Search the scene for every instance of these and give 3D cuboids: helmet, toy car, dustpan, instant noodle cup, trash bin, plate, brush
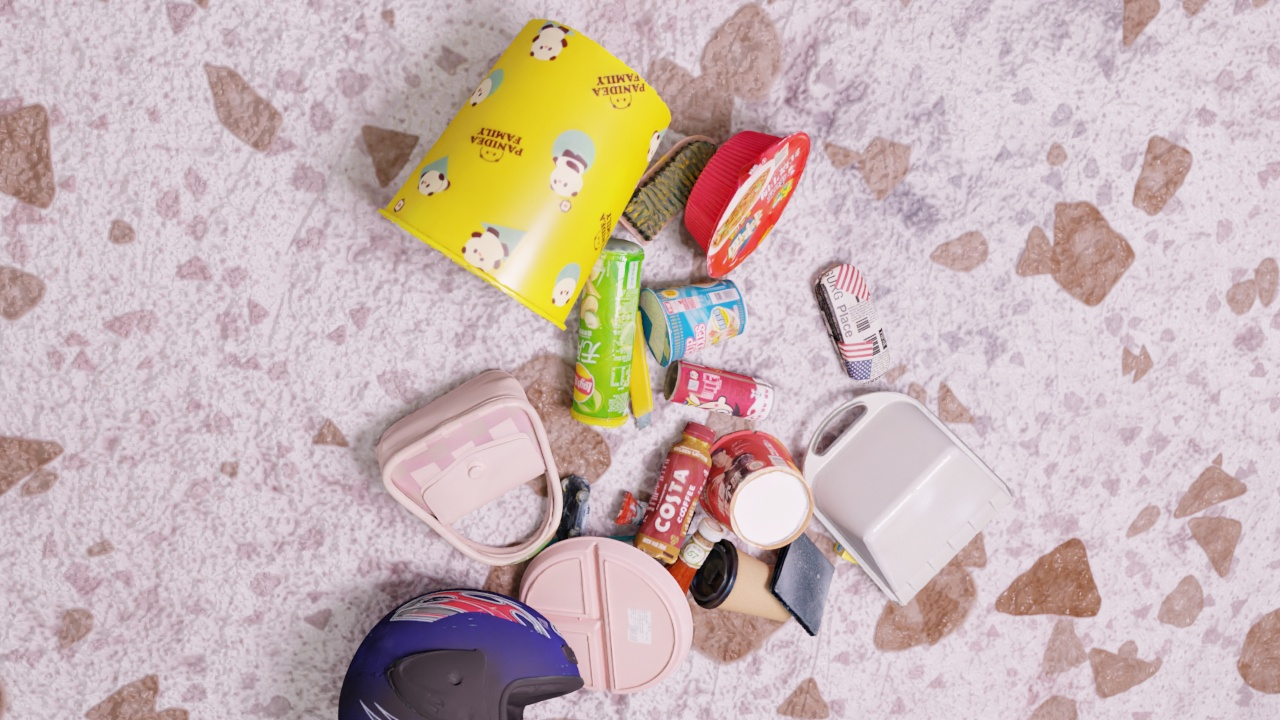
[{"bbox_3d":[-0.184,0.395,1.069,0.315,0.248,0.240,14,68,5],"label":"helmet"},{"bbox_3d":[-0.083,0.188,1.157,0.034,0.043,0.091,-1,108,-40],"label":"toy car"},{"bbox_3d":[0.339,0.167,1.222,0.222,0.142,0.257,-45,136,1],"label":"dustpan"},{"bbox_3d":[0.067,-0.053,1.109,0.109,0.099,0.099,-15,105,-15],"label":"instant noodle cup"},{"bbox_3d":[-0.111,-0.199,0.976,0.229,0.230,0.255,33,88,-17],"label":"trash bin"},{"bbox_3d":[0.114,-0.192,1.056,0.066,0.193,0.194,38,93,16],"label":"instant noodle cup"},{"bbox_3d":[-0.049,0.326,1.150,0.230,0.028,0.230,5,112,13],"label":"plate"},{"bbox_3d":[0.148,0.168,1.164,0.138,0.108,0.138,-2,103,-11],"label":"instant noodle cup"},{"bbox_3d":[0.033,-0.206,1.074,0.145,0.073,0.063,-46,107,-4],"label":"brush"}]

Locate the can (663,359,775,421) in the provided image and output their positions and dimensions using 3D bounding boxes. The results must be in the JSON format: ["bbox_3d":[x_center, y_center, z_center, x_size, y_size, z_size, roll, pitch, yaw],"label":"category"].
[{"bbox_3d":[0.100,0.039,1.153,0.132,0.053,0.053,13,99,-14],"label":"can"}]

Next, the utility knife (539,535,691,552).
[{"bbox_3d":[-0.028,0.240,1.194,0.218,0.013,0.029,-2,103,-12],"label":"utility knife"}]

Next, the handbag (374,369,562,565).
[{"bbox_3d":[-0.188,0.148,1.112,0.193,0.093,0.234,-28,115,-4],"label":"handbag"}]

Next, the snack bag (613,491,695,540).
[{"bbox_3d":[0.019,0.202,1.187,0.104,0.026,0.048,21,92,-14],"label":"snack bag"}]

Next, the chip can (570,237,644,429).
[{"bbox_3d":[-0.039,-0.034,1.090,0.072,0.072,0.221,3,106,-12],"label":"chip can"}]

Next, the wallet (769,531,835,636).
[{"bbox_3d":[0.216,0.289,1.213,0.019,0.120,0.097,-28,112,40],"label":"wallet"}]

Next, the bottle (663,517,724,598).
[{"bbox_3d":[0.037,0.289,1.177,0.059,0.059,0.206,29,106,-16],"label":"bottle"}]

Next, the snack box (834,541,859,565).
[{"bbox_3d":[0.336,0.220,1.255,0.087,0.033,0.140,25,98,-15],"label":"snack box"}]

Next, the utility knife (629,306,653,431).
[{"bbox_3d":[-0.007,0.007,1.143,0.033,0.015,0.172,-5,105,10],"label":"utility knife"}]

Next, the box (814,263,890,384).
[{"bbox_3d":[0.272,-0.047,1.180,0.068,0.051,0.164,-21,105,4],"label":"box"}]

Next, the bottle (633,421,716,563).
[{"bbox_3d":[0.047,0.164,1.152,0.057,0.057,0.174,24,80,-16],"label":"bottle"}]

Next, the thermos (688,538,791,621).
[{"bbox_3d":[0.136,0.293,1.206,0.143,0.093,0.093,24,97,-25],"label":"thermos"}]
